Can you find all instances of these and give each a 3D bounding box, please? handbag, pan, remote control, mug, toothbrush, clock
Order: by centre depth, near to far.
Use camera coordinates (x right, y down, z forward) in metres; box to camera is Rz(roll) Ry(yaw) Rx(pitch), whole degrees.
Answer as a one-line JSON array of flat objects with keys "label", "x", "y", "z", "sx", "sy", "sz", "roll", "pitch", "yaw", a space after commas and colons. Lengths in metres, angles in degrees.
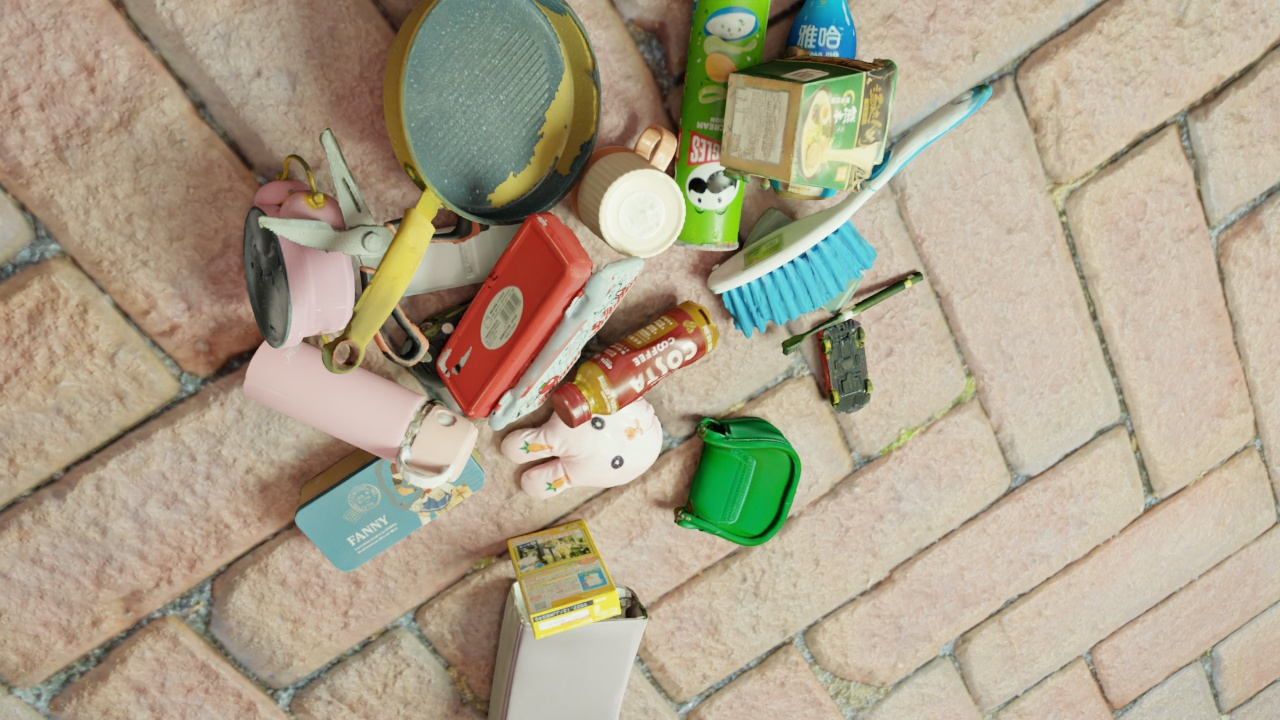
[{"label": "pan", "x": -0.148, "y": -0.143, "z": 0.721, "sx": 0.356, "sy": 0.078, "sz": 0.198, "roll": -56, "pitch": 135, "yaw": -14}, {"label": "clock", "x": -0.283, "y": -0.089, "z": 0.757, "sx": 0.059, "sy": 0.117, "sz": 0.159, "roll": -12, "pitch": 115, "yaw": -36}, {"label": "mug", "x": -0.005, "y": -0.155, "z": 0.820, "sx": 0.081, "sy": 0.106, "sz": 0.115, "roll": 27, "pitch": 102, "yaw": -25}, {"label": "remote control", "x": -0.163, "y": -0.097, "z": 0.842, "sx": 0.136, "sy": 0.020, "sz": 0.056, "roll": -12, "pitch": 113, "yaw": -12}, {"label": "remote control", "x": 0.168, "y": -0.101, "z": 0.944, "sx": 0.135, "sy": 0.019, "sz": 0.056, "roll": 31, "pitch": 101, "yaw": -26}, {"label": "toothbrush", "x": 0.225, "y": -0.051, "z": 0.970, "sx": 0.185, "sy": 0.012, "sz": 0.017, "roll": -27, "pitch": 144, "yaw": -17}, {"label": "handbag", "x": 0.103, "y": 0.130, "z": 0.991, "sx": 0.120, "sy": 0.068, "sz": 0.131, "roll": 8, "pitch": 109, "yaw": -19}, {"label": "handbag", "x": -0.084, "y": 0.343, "z": 1.004, "sx": 0.145, "sy": 0.098, "sz": 0.197, "roll": 6, "pitch": 108, "yaw": -18}]

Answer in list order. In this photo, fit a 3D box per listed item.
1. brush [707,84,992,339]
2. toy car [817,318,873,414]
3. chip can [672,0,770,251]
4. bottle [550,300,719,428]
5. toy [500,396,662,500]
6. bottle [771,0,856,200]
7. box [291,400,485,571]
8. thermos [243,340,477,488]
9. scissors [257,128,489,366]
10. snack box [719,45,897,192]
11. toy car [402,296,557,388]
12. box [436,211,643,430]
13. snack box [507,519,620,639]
[{"label": "brush", "x": 0.194, "y": -0.129, "z": 0.850, "sx": 0.315, "sy": 0.060, "sz": 0.109, "roll": -27, "pitch": 122, "yaw": 26}, {"label": "toy car", "x": 0.221, "y": 0.007, "z": 0.997, "sx": 0.049, "sy": 0.031, "sz": 0.106, "roll": -17, "pitch": 109, "yaw": -9}, {"label": "chip can", "x": 0.070, "y": -0.222, "z": 0.835, "sx": 0.072, "sy": 0.072, "sz": 0.236, "roll": 0, "pitch": 111, "yaw": -17}, {"label": "bottle", "x": -0.005, "y": 0.005, "z": 0.884, "sx": 0.174, "sy": 0.057, "sz": 0.057, "roll": -32, "pitch": 119, "yaw": -24}, {"label": "toy", "x": -0.057, "y": 0.086, "z": 0.935, "sx": 0.159, "sy": 0.054, "sz": 0.121, "roll": -25, "pitch": 116, "yaw": 3}, {"label": "bottle", "x": 0.165, "y": -0.262, "z": 0.852, "sx": 0.065, "sy": 0.065, "sz": 0.219, "roll": -2, "pitch": 112, "yaw": -17}, {"label": "box", "x": -0.245, "y": 0.123, "z": 0.885, "sx": 0.184, "sy": 0.061, "sz": 0.090, "roll": -36, "pitch": 116, "yaw": -3}, {"label": "thermos", "x": -0.245, "y": 0.049, "z": 0.802, "sx": 0.198, "sy": 0.087, "sz": 0.067, "roll": 26, "pitch": 124, "yaw": 0}, {"label": "scissors", "x": -0.210, "y": -0.085, "z": 0.747, "sx": 0.222, "sy": 0.015, "sz": 0.189, "roll": -5, "pitch": 110, "yaw": -51}, {"label": "snack box", "x": 0.133, "y": -0.202, "z": 0.776, "sx": 0.105, "sy": 0.118, "sz": 0.118, "roll": -17, "pitch": 120, "yaw": -43}, {"label": "toy car", "x": -0.149, "y": -0.029, "z": 0.861, "sx": 0.158, "sy": 0.042, "sz": 0.070, "roll": -25, "pitch": 121, "yaw": 6}, {"label": "box", "x": -0.085, "y": -0.031, "z": 0.805, "sx": 0.101, "sy": 0.095, "sz": 0.202, "roll": -9, "pitch": 146, "yaw": -50}, {"label": "snack box", "x": -0.080, "y": 0.218, "z": 0.929, "sx": 0.087, "sy": 0.140, "sz": 0.034, "roll": -14, "pitch": 116, "yaw": -13}]
